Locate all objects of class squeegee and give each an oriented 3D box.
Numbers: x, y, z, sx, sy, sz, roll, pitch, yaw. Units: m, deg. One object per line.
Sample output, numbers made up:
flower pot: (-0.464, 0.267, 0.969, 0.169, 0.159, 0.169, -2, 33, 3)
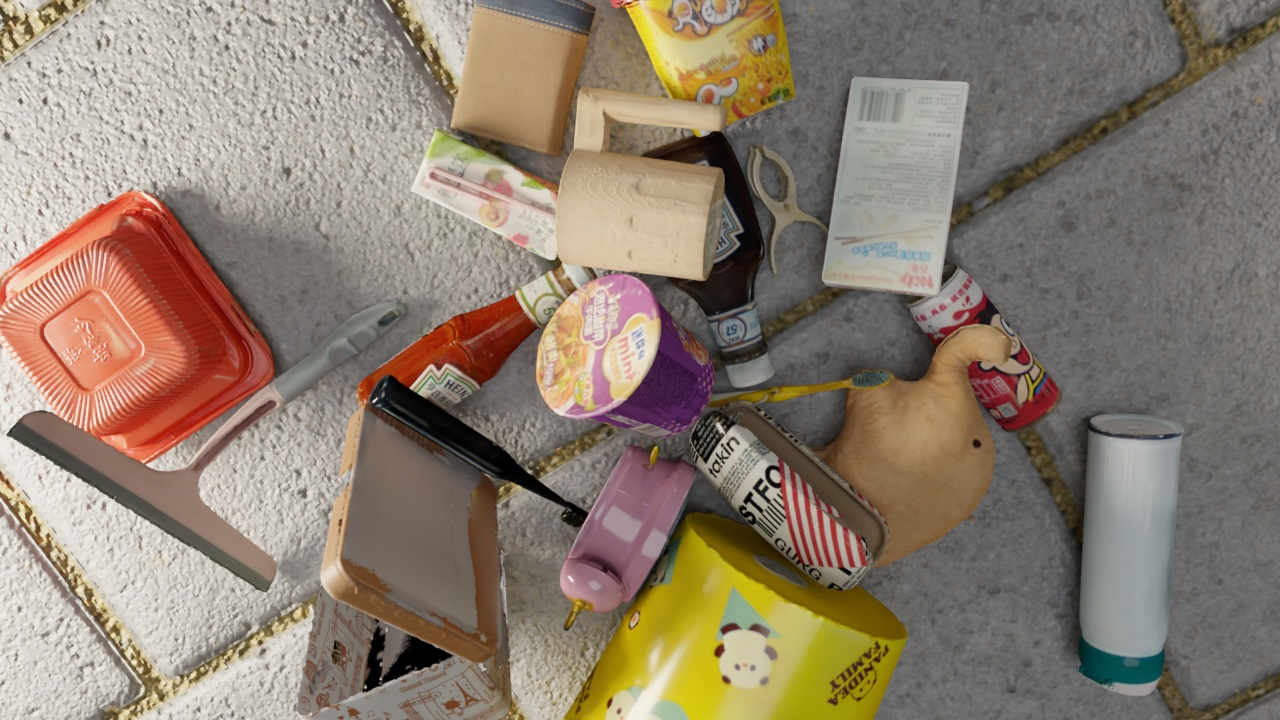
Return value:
squeegee: (-0.286, 0.033, 0.718, 0.249, 0.040, 0.248, -42, 133, -8)

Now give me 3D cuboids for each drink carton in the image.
drink carton: (-0.108, -0.126, 0.698, 0.122, 0.045, 0.053, 26, 101, -4)

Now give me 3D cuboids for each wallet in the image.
wallet: (-0.089, -0.220, 0.688, 0.090, 0.033, 0.115, 14, 102, 0)

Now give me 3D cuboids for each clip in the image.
clip: (0.106, -0.120, 0.706, 0.061, 0.034, 0.097, -25, 108, 4)

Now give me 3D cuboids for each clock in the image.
clock: (-0.017, 0.138, 0.708, 0.060, 0.117, 0.158, 27, 86, 0)

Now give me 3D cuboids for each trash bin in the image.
trash bin: (0.060, 0.270, 0.691, 0.229, 0.229, 0.255, 26, 95, -4)

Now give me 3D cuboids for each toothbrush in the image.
toothbrush: (-0.117, 0.078, 0.715, 0.027, 0.026, 0.212, -42, 121, 16)
toothbrush: (0.098, 0.026, 0.711, 0.192, 0.018, 0.016, -10, 76, 22)

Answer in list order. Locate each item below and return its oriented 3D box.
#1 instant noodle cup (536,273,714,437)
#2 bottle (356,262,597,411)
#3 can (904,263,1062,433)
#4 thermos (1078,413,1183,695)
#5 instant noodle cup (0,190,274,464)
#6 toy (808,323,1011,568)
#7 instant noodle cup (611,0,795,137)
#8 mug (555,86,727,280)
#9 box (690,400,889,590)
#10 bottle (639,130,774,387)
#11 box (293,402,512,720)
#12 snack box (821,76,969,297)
instant noodle cup: (-0.004, 0.004, 0.683, 0.112, 0.111, 0.099, -52, 138, 9)
bottle: (-0.123, -0.014, 0.712, 0.206, 0.059, 0.060, -33, 99, 7)
can: (0.265, -0.010, 0.713, 0.053, 0.053, 0.133, -40, 98, 7)
thermos: (0.393, 0.158, 0.739, 0.073, 0.073, 0.224, -3, 101, 1)
instant noodle cup: (-0.401, -0.021, 0.705, 0.164, 0.079, 0.189, -34, 96, 5)
toy: (0.204, 0.071, 0.706, 0.226, 0.082, 0.143, -42, 95, 15)
instant noodle cup: (0.050, -0.234, 0.649, 0.116, 0.116, 0.124, -22, 111, 4)
mug: (0.004, -0.121, 0.640, 0.103, 0.084, 0.125, 10, 106, 10)
box: (0.111, 0.096, 0.682, 0.163, 0.080, 0.075, 40, 130, 20)
bottle: (0.059, -0.075, 0.708, 0.080, 0.044, 0.195, -17, 101, 8)
box: (-0.181, 0.152, 0.655, 0.156, 0.182, 0.192, -25, 122, 5)
snack box: (0.188, -0.128, 0.679, 0.085, 0.027, 0.157, 8, 90, 17)
